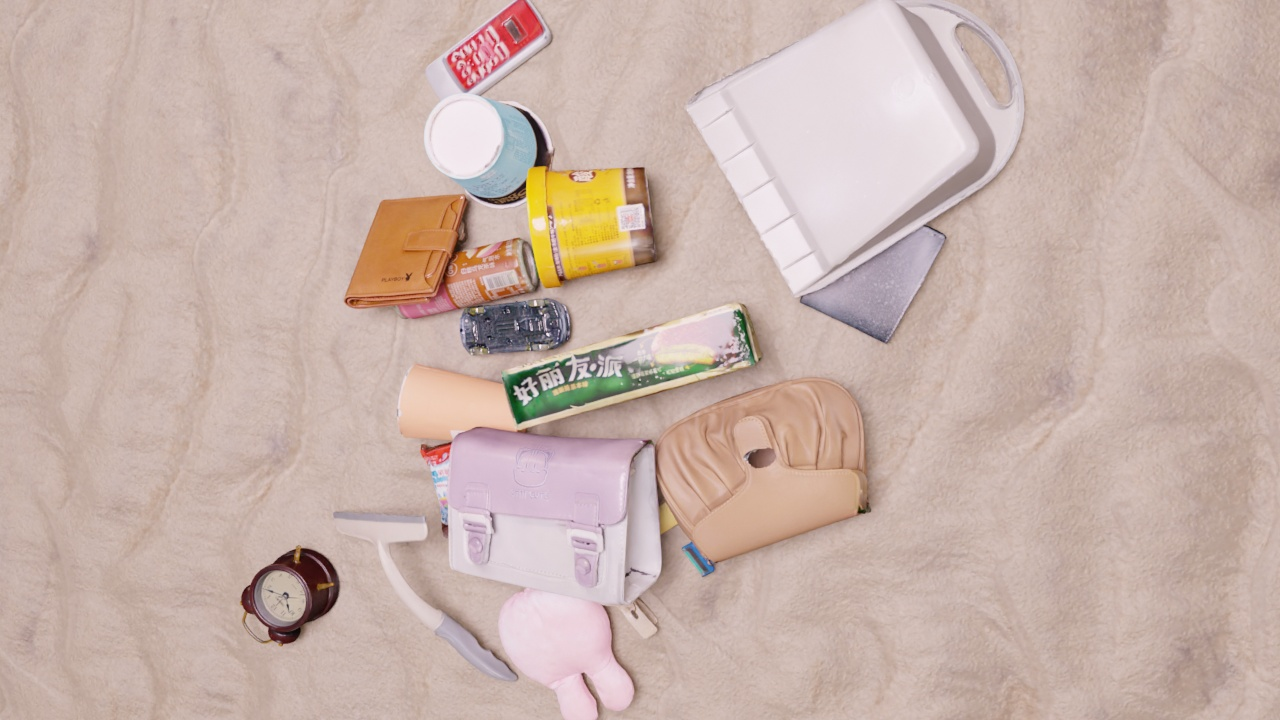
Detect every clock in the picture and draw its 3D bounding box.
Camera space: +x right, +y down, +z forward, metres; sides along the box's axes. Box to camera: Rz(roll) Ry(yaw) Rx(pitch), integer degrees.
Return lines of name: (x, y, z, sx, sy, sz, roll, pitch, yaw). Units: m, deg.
clock: (-0.390, 0.262, 1.010, 0.122, 0.055, 0.082, -44, 86, 11)

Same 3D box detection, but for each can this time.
can: (-0.183, -0.084, 0.949, 0.147, 0.058, 0.058, -12, 92, 10)

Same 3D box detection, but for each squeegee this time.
squeegee: (-0.212, 0.260, 0.952, 0.039, 0.247, 0.246, -47, 111, -32)

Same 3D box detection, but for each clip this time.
clip: (-0.023, 0.238, 0.965, 0.035, 0.089, 0.104, -42, 117, 8)

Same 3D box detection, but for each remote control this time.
remote control: (-0.158, -0.316, 0.948, 0.136, 0.020, 0.056, -33, 89, 10)

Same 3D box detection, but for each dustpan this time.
dustpan: (0.222, -0.222, 0.870, 0.258, 0.142, 0.222, -31, 85, 29)

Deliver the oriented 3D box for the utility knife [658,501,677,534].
utility knife: (0.046, 0.145, 0.945, 0.175, 0.019, 0.031, -34, 82, 3)

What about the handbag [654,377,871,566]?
handbag: (0.118, 0.101, 0.879, 0.204, 0.100, 0.147, -20, 78, 4)

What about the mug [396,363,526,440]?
mug: (-0.181, 0.051, 0.952, 0.123, 0.078, 0.078, 9, 95, 5)

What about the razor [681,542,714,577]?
razor: (0.109, 0.164, 0.935, 0.143, 0.022, 0.042, -35, 113, 5)

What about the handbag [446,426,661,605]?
handbag: (-0.085, 0.141, 0.868, 0.197, 0.098, 0.145, 3, 99, 26)

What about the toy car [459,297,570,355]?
toy car: (-0.132, -0.035, 0.956, 0.121, 0.036, 0.054, -5, 95, 20)

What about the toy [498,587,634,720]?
toy: (-0.078, 0.305, 0.960, 0.121, 0.054, 0.159, -32, 88, 18)

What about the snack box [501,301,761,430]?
snack box: (-0.005, 0.005, 0.897, 0.240, 0.114, 0.063, -16, 90, 11)

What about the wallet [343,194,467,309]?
wallet: (-0.236, -0.112, 0.931, 0.108, 0.031, 0.131, -2, 57, 19)

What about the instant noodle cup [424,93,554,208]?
instant noodle cup: (-0.153, -0.212, 0.904, 0.111, 0.120, 0.111, 1, 93, 9)

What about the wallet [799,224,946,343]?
wallet: (0.224, -0.089, 0.889, 0.097, 0.019, 0.121, 27, 106, 3)

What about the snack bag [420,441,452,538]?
snack bag: (-0.205, 0.136, 0.984, 0.045, 0.026, 0.105, -16, 93, 8)

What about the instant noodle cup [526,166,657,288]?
instant noodle cup: (-0.045, -0.135, 0.897, 0.114, 0.118, 0.118, -6, 93, 3)
